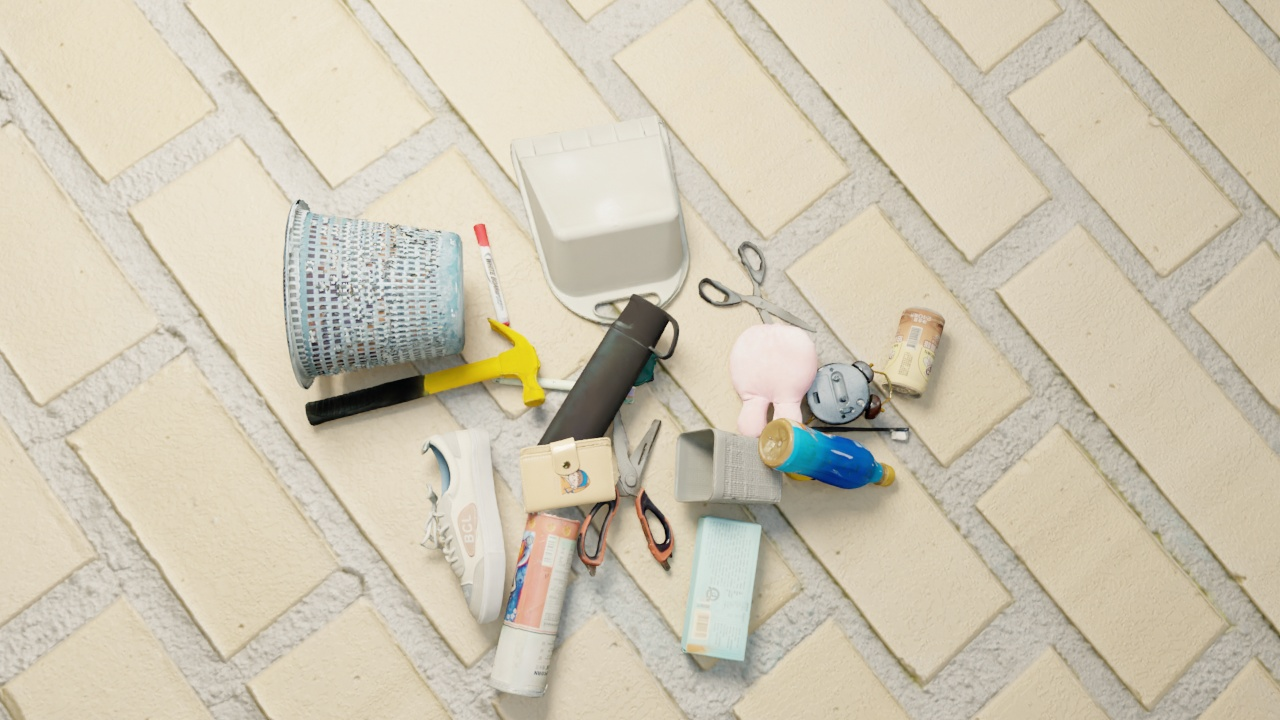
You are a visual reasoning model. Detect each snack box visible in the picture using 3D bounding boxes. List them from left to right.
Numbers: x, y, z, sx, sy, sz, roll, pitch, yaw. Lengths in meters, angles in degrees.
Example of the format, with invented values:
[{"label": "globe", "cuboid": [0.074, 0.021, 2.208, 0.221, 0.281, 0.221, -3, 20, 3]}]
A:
[{"label": "snack box", "cuboid": [0.102, 0.288, 1.168, 0.074, 0.052, 0.174, 10, 79, -5]}]

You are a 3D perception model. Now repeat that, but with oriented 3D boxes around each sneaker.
[{"label": "sneaker", "cuboid": [-0.224, 0.203, 1.129, 0.090, 0.090, 0.242, -3, 75, -22]}]

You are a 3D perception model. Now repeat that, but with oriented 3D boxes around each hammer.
[{"label": "hammer", "cuboid": [-0.277, 0.031, 1.181, 0.300, 0.033, 0.128, -15, 68, -5]}]

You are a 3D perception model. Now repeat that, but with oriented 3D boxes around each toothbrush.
[{"label": "toothbrush", "cuboid": [-0.101, 0.034, 1.213, 0.189, 0.020, 0.029, 7, 122, -3]}, {"label": "toothbrush", "cuboid": [0.276, 0.096, 1.241, 0.181, 0.016, 0.018, 2, 88, -6]}]

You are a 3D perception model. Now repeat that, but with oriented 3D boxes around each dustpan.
[{"label": "dustpan", "cuboid": [-0.046, -0.188, 1.266, 0.222, 0.143, 0.257, -11, 51, -8]}]

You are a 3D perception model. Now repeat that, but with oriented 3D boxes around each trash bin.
[{"label": "trash bin", "cuboid": [-0.313, -0.079, 1.115, 0.195, 0.227, 0.226, -1, 79, -11]}]

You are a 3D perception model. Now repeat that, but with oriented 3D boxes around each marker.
[{"label": "marker", "cuboid": [-0.200, -0.115, 1.233, 0.017, 0.017, 0.145, -14, 81, -8]}]

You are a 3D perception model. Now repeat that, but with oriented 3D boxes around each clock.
[{"label": "clock", "cuboid": [0.273, 0.044, 1.219, 0.122, 0.055, 0.082, -13, 78, 6]}]

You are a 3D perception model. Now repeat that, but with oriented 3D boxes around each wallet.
[{"label": "wallet", "cuboid": [-0.089, 0.138, 1.126, 0.115, 0.024, 0.087, -7, 101, -12]}]

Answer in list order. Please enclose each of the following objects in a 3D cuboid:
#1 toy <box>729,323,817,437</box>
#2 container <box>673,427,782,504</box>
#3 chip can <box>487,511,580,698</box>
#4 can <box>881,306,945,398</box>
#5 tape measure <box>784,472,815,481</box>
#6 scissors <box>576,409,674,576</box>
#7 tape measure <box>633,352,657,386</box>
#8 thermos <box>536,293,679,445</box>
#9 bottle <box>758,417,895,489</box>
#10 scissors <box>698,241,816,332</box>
[{"label": "toy", "cuboid": [0.171, 0.027, 1.208, 0.121, 0.054, 0.159, -1, 73, 29]}, {"label": "container", "cuboid": [0.115, 0.139, 1.165, 0.114, 0.090, 0.090, 10, 77, -28]}, {"label": "chip can", "cuboid": [-0.129, 0.297, 1.133, 0.071, 0.071, 0.214, 13, 78, -3]}, {"label": "can", "cuboid": [0.371, -0.011, 1.248, 0.058, 0.058, 0.116, 20, 78, -2]}, {"label": "tape measure", "cuboid": [0.216, 0.132, 1.221, 0.060, 0.029, 0.057, 37, 79, 2]}, {"label": "scissors", "cuboid": [-0.016, 0.175, 1.177, 0.188, 0.015, 0.227, -27, 90, -29]}, {"label": "tape measure", "cuboid": [-0.007, 0.007, 1.224, 0.058, 0.025, 0.054, 14, 77, -2]}, {"label": "thermos", "cuboid": [-0.039, 0.037, 1.165, 0.090, 0.068, 0.242, 32, 89, 30]}, {"label": "bottle", "cuboid": [0.246, 0.127, 1.168, 0.218, 0.065, 0.065, 19, 75, -34]}, {"label": "scissors", "cuboid": [0.162, -0.084, 1.267, 0.180, 0.014, 0.159, 10, 81, -6]}]
